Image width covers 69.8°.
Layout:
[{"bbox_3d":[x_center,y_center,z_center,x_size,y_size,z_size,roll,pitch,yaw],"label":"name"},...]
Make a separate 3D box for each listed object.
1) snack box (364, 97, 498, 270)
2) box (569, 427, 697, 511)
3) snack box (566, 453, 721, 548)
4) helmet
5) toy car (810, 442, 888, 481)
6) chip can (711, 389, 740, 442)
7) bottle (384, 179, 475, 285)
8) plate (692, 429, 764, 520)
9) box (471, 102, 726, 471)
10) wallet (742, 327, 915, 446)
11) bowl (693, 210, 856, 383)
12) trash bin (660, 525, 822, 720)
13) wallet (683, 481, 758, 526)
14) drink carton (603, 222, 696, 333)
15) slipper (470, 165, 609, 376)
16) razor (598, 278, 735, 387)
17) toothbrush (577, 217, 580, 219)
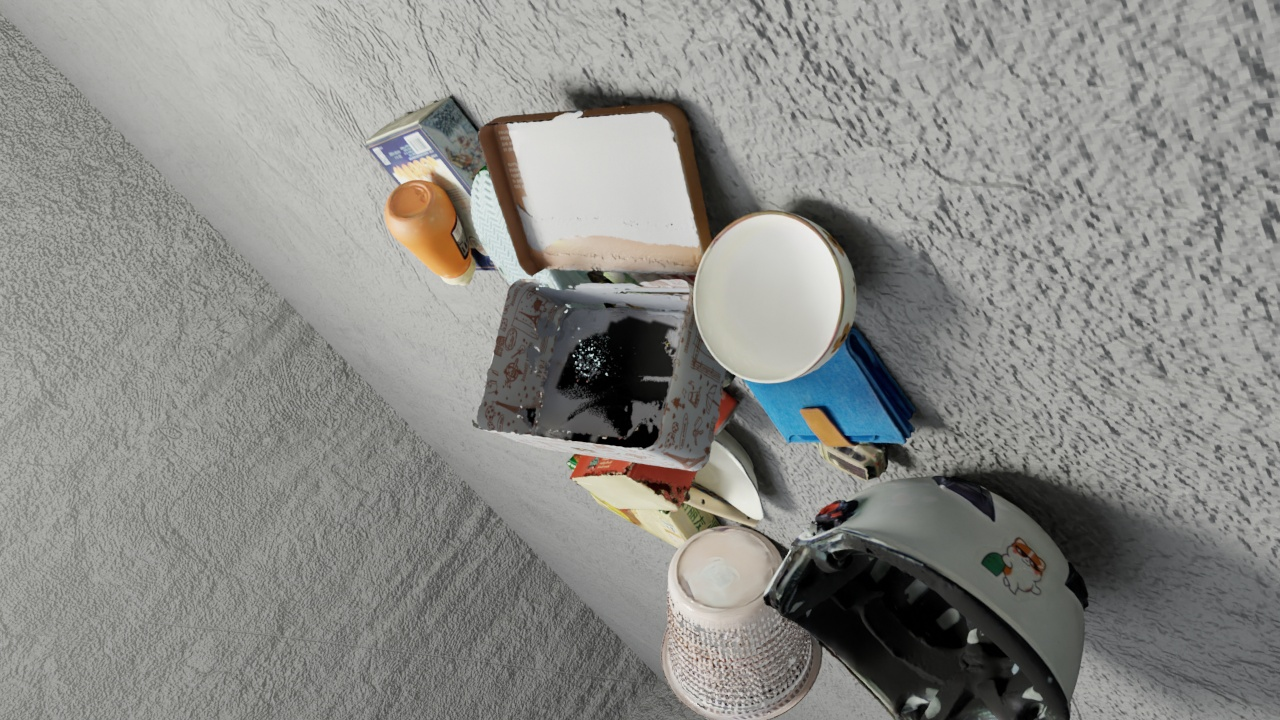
[{"bbox_3d":[-0.185,-0.172,0.945,0.182,0.045,0.178,52,159,-26],"label":"snack box"},{"bbox_3d":[-0.011,0.137,1.072,0.091,0.079,0.169,34,158,-19],"label":"box"},{"bbox_3d":[0.002,0.199,1.356,0.240,0.063,0.114,19,150,49],"label":"snack box"},{"bbox_3d":[0.239,0.180,0.724,0.230,0.156,0.275,41,151,10],"label":"helmet"},{"bbox_3d":[0.171,0.070,0.799,0.090,0.035,0.042,32,157,35],"label":"toy car"},{"bbox_3d":[-0.005,0.005,0.925,0.216,0.073,0.073,38,161,3],"label":"chip can"},{"bbox_3d":[-0.206,-0.121,0.940,0.067,0.066,0.149,33,165,24],"label":"bottle"},{"bbox_3d":[0.076,0.106,1.056,0.164,0.034,0.164,28,156,36],"label":"plate"},{"bbox_3d":[-0.030,-0.052,0.697,0.179,0.126,0.274,5,101,33],"label":"box"},{"bbox_3d":[0.142,0.024,0.734,0.106,0.040,0.133,53,151,-20],"label":"wallet"},{"bbox_3d":[0.099,-0.042,0.623,0.113,0.113,0.062,28,-161,35],"label":"bowl"},{"bbox_3d":[0.124,0.338,1.233,0.228,0.226,0.192,26,143,39],"label":"trash bin"},{"bbox_3d":[0.081,0.172,1.142,0.115,0.024,0.087,22,-174,-32],"label":"wallet"},{"bbox_3d":[0.033,-0.057,0.761,0.122,0.053,0.046,41,159,3],"label":"drink carton"},{"bbox_3d":[-0.067,-0.078,0.842,0.245,0.074,0.104,56,157,-10],"label":"slipper"},{"bbox_3d":[0.017,-0.028,0.850,0.167,0.067,0.062,37,166,34],"label":"razor"},{"bbox_3d":[-0.048,-0.125,0.839,0.189,0.016,0.014,39,170,17],"label":"toothbrush"}]
